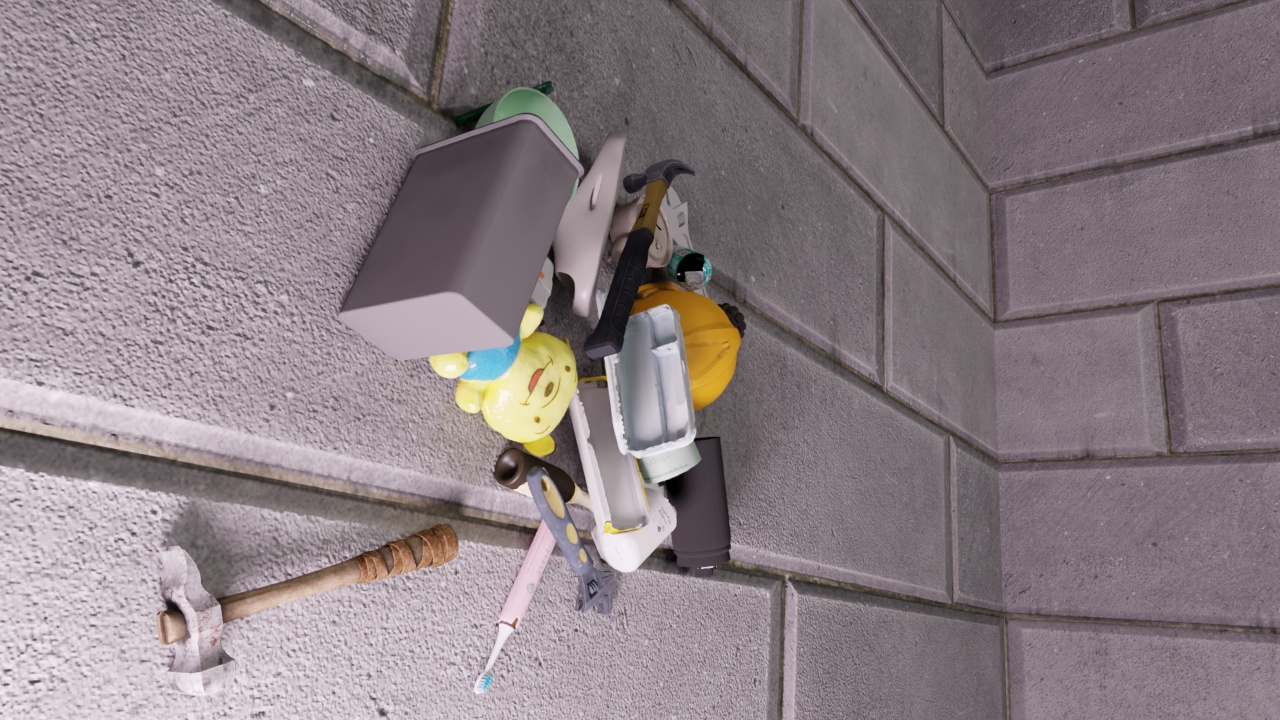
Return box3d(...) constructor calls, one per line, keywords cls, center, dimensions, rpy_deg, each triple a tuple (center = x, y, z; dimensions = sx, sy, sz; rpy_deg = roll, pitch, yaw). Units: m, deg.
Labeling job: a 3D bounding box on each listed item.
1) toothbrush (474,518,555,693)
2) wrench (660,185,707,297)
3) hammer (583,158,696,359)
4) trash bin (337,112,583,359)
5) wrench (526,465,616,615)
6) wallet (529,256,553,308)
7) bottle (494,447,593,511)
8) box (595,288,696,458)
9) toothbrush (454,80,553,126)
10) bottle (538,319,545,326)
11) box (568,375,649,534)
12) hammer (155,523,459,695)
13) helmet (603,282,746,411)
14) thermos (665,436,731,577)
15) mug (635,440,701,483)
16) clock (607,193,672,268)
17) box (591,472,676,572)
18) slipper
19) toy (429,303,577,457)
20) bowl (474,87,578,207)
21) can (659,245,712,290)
box3d(cls="toothbrush", center=(-0.140, 0.277, 1.057), dimensions=(0.027, 0.027, 0.222), rpy_deg=(43, 50, -27))
box3d(cls="wrench", center=(0.073, -0.143, 1.435), dimensions=(0.086, 0.018, 0.273), rpy_deg=(-39, 116, -50))
box3d(cls="hammer", center=(-0.005, -0.138, 1.151), dimensions=(0.025, 0.118, 0.332), rpy_deg=(47, 43, -34))
box3d(cls="trash bin", center=(-0.182, -0.123, 0.934), dimensions=(0.097, 0.192, 0.219), rpy_deg=(44, 52, -41))
box3d(cls="wrench", center=(-0.081, 0.227, 1.112), dimensions=(0.073, 0.022, 0.274), rpy_deg=(-55, 138, -38))
box3d(cls="wallet", center=(-0.151, -0.105, 1.077), dimensions=(0.118, 0.038, 0.115), rpy_deg=(48, 32, -34))
box3d(cls="bottle", center=(-0.099, 0.156, 1.118), dimensions=(0.184, 0.045, 0.045), rpy_deg=(33, 58, -46))
box3d(cls="box", center=(-0.011, 0.006, 1.138), dimensions=(0.127, 0.106, 0.214), rpy_deg=(42, 33, -50))
box3d(cls="toothbrush", center=(-0.165, -0.319, 1.140), dimensions=(0.189, 0.016, 0.017), rpy_deg=(-42, 122, -48))
box3d(cls="bottle", center=(-0.152, -0.050, 1.101), dimensions=(0.106, 0.025, 0.025), rpy_deg=(5, 80, -53))
box3d(cls="box", center=(-0.051, 0.113, 1.147), dimensions=(0.117, 0.057, 0.209), rpy_deg=(19, 53, -60))
box3d(cls="hammer", center=(-0.290, 0.201, 0.853), dimensions=(0.318, 0.049, 0.121), rpy_deg=(-6, 86, -56))
box3d(cls="helmet", center=(0.071, -0.016, 1.313), dimensions=(0.254, 0.132, 0.205), rpy_deg=(-32, 110, -50))
box3d(cls="thermos", center=(0.083, 0.214, 1.325), dimensions=(0.086, 0.086, 0.198), rpy_deg=(-3, 87, -54))
box3d(cls="mug", center=(0.011, 0.104, 1.224), dimensions=(0.083, 0.112, 0.104), rpy_deg=(-29, 96, -55))
box3d(cls="clock", center=(-0.010, -0.166, 1.289), dimensions=(0.103, 0.061, 0.156), rpy_deg=(61, 33, -27))
box3d(cls="box", center=(0.003, 0.206, 1.226), dimensions=(0.165, 0.093, 0.083), rpy_deg=(-36, 109, -41))
box3d(cls="slipper", center=(-0.077, -0.185, 1.190), dimensions=(0.113, 0.080, 0.265), rpy_deg=(115, -13, -71))
box3d(cls="toy", center=(-0.149, 0.002, 1.041), dimensions=(0.148, 0.084, 0.214), rpy_deg=(-57, 136, -14))
box3d(cls="bowl", center=(-0.147, -0.242, 1.097), dimensions=(0.150, 0.077, 0.150), rpy_deg=(14, 73, -52))
box3d(cls="can", center=(0.064, -0.137, 1.344), dimensions=(0.055, 0.101, 0.055), rpy_deg=(-4, 105, -16))
